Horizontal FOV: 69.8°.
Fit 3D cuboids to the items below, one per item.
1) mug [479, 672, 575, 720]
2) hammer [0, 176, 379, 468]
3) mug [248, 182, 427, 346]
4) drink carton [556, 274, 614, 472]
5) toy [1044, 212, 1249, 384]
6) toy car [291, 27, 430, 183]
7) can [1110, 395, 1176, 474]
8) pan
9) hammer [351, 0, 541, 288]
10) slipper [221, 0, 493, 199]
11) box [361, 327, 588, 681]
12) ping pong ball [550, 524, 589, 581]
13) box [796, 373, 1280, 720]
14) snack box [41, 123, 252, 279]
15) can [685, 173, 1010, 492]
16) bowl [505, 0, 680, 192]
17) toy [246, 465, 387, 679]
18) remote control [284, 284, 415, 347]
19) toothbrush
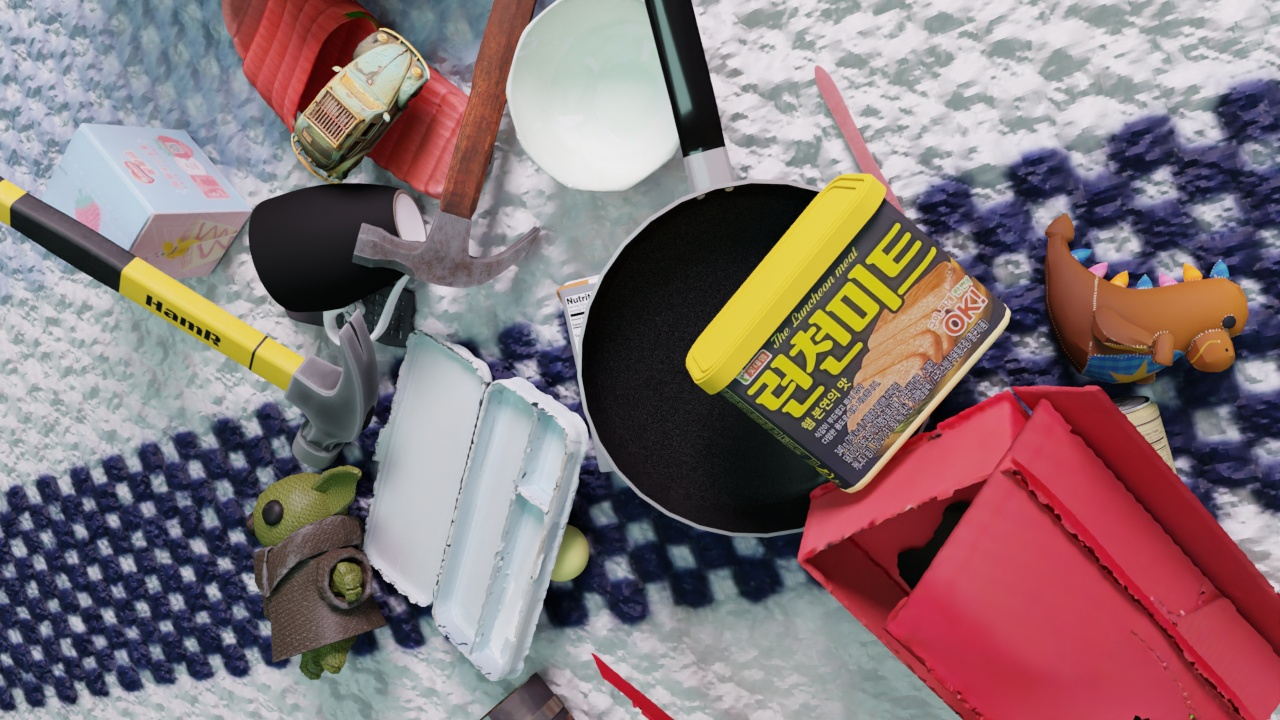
[{"bbox_3d":[-0.078,0.301,0.672,0.107,0.079,0.116,50,140,9],"label":"mug"},{"bbox_3d":[-0.328,-0.045,0.639,0.324,0.034,0.170,33,137,-10],"label":"hammer"},{"bbox_3d":[-0.203,-0.068,0.652,0.100,0.084,0.119,-12,106,11],"label":"mug"},{"bbox_3d":[-0.003,0.003,0.594,0.076,0.048,0.125,-10,95,24],"label":"drink carton"},{"bbox_3d":[0.262,-0.037,0.484,0.090,0.070,0.103,-13,71,12],"label":"toy"},{"bbox_3d":[-0.188,-0.162,0.595,0.047,0.047,0.112,43,107,-10],"label":"toy car"},{"bbox_3d":[0.268,0.062,0.496,0.038,0.038,0.079,-16,93,24],"label":"can"},{"bbox_3d":[0.047,-0.073,0.518,0.204,0.044,0.356,-15,100,2],"label":"pan"},{"bbox_3d":[-0.090,-0.192,0.588,0.111,0.028,0.301,15,100,-17],"label":"hammer"},{"bbox_3d":[-0.214,-0.199,0.642,0.249,0.059,0.104,40,111,11],"label":"slipper"},{"bbox_3d":[-0.126,0.100,0.660,0.190,0.037,0.209,27,109,37],"label":"box"},{"bbox_3d":[-0.056,0.135,0.645,0.040,0.040,0.040,4,101,22],"label":"ping pong ball"},{"bbox_3d":[0.275,0.097,0.339,0.214,0.137,0.469,45,147,-13],"label":"box"},{"bbox_3d":[-0.378,-0.119,0.706,0.093,0.094,0.080,48,113,8],"label":"snack box"},{"bbox_3d":[0.105,-0.013,0.473,0.101,0.072,0.131,38,97,-10],"label":"can"},{"bbox_3d":[-0.017,-0.162,0.561,0.117,0.061,0.117,4,103,16],"label":"bowl"},{"bbox_3d":[-0.252,0.162,0.702,0.180,0.078,0.152,-28,76,42],"label":"toy"},{"bbox_3d":[-0.226,-0.043,0.702,0.124,0.009,0.046,13,104,20],"label":"remote control"},{"bbox_3d":[0.144,-0.091,0.534,0.015,0.015,0.184,-27,87,18],"label":"toothbrush"}]
